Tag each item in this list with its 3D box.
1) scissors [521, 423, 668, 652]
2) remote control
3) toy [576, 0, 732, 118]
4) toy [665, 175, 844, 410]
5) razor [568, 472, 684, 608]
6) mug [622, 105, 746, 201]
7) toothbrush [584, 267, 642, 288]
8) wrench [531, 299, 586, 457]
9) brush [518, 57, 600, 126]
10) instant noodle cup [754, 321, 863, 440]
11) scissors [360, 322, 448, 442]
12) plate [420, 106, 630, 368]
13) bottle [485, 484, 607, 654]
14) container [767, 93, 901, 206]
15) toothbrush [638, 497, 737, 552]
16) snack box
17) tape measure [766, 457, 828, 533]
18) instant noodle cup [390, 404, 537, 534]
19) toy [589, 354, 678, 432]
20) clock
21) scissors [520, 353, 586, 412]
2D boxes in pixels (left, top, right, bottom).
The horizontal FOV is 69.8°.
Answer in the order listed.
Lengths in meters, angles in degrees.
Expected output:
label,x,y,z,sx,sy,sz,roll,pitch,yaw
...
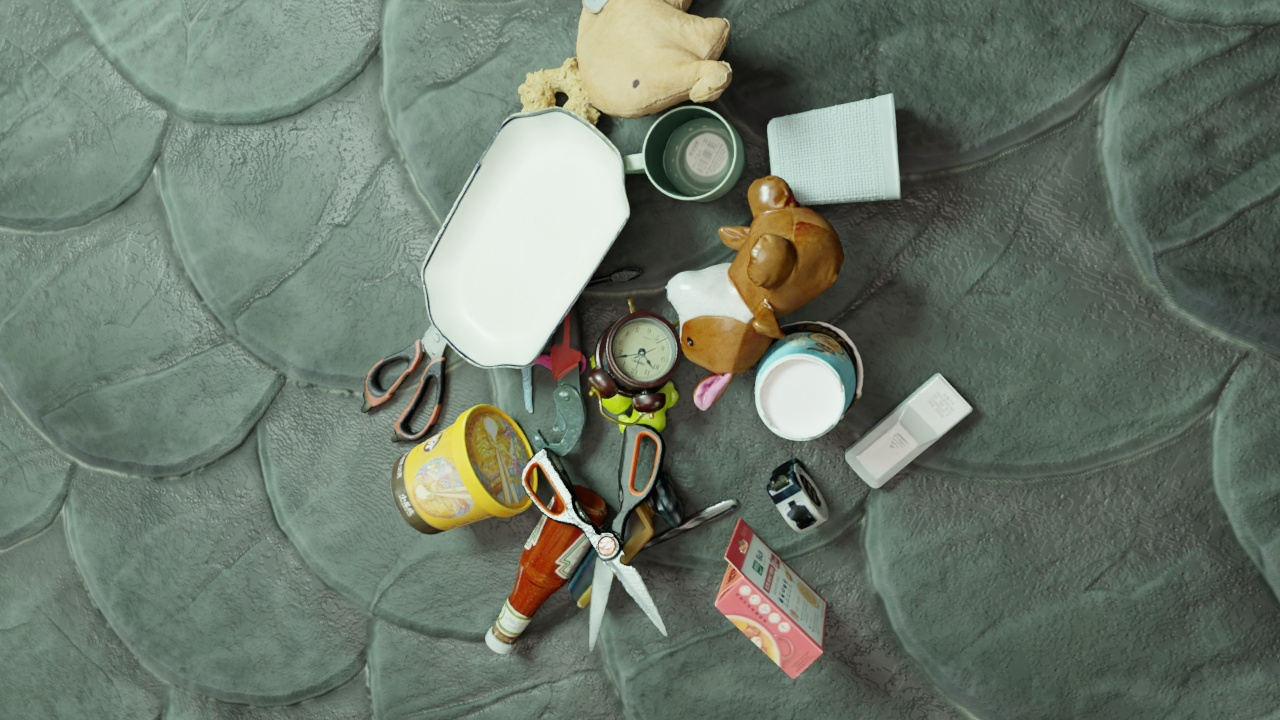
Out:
label,x,y,z,sx,sy,sz,roll,pitch,yaw
scissors,-0.038,0.164,0.911,0.228,0.021,0.220,25,83,22
remote control,0.259,0.070,0.893,0.049,0.024,0.125,46,105,2
toy,0.011,-0.269,0.817,0.144,0.082,0.225,-36,48,16
toy,0.089,-0.058,0.829,0.130,0.139,0.200,19,138,-9
razor,-0.017,0.191,0.952,0.067,0.062,0.168,36,101,-13
mug,0.040,-0.188,0.857,0.112,0.106,0.082,-6,99,13
toothbrush,-0.089,-0.070,0.934,0.189,0.016,0.014,-12,104,9
wrench,-0.081,-0.030,0.929,0.056,0.016,0.274,4,105,8
brush,-0.084,-0.173,0.926,0.083,0.045,0.255,3,105,1
instant noodle cup,0.154,0.024,0.858,0.111,0.120,0.111,2,99,12
scissors,-0.239,-0.016,0.996,0.199,0.015,0.205,-9,97,15
plate,-0.110,-0.114,0.890,0.162,0.034,0.266,40,111,14
bottle,-0.107,0.228,0.985,0.060,0.059,0.206,32,105,6
container,0.178,-0.186,0.838,0.112,0.089,0.090,-4,98,17
toothbrush,0.023,0.188,0.970,0.181,0.018,0.015,-29,89,14
snack box,0.122,0.231,0.904,0.127,0.113,0.044,44,106,4
tape measure,0.155,0.136,0.905,0.034,0.065,0.066,-33,88,20
instant noodle cup,-0.187,0.121,0.960,0.115,0.118,0.118,-25,93,24
toy,-0.011,0.027,0.942,0.100,0.031,0.097,24,92,2
clock,-0.005,0.005,0.898,0.082,0.055,0.121,22,76,-8
scissors,-0.117,-0.007,0.967,0.135,0.017,0.133,2,107,18
